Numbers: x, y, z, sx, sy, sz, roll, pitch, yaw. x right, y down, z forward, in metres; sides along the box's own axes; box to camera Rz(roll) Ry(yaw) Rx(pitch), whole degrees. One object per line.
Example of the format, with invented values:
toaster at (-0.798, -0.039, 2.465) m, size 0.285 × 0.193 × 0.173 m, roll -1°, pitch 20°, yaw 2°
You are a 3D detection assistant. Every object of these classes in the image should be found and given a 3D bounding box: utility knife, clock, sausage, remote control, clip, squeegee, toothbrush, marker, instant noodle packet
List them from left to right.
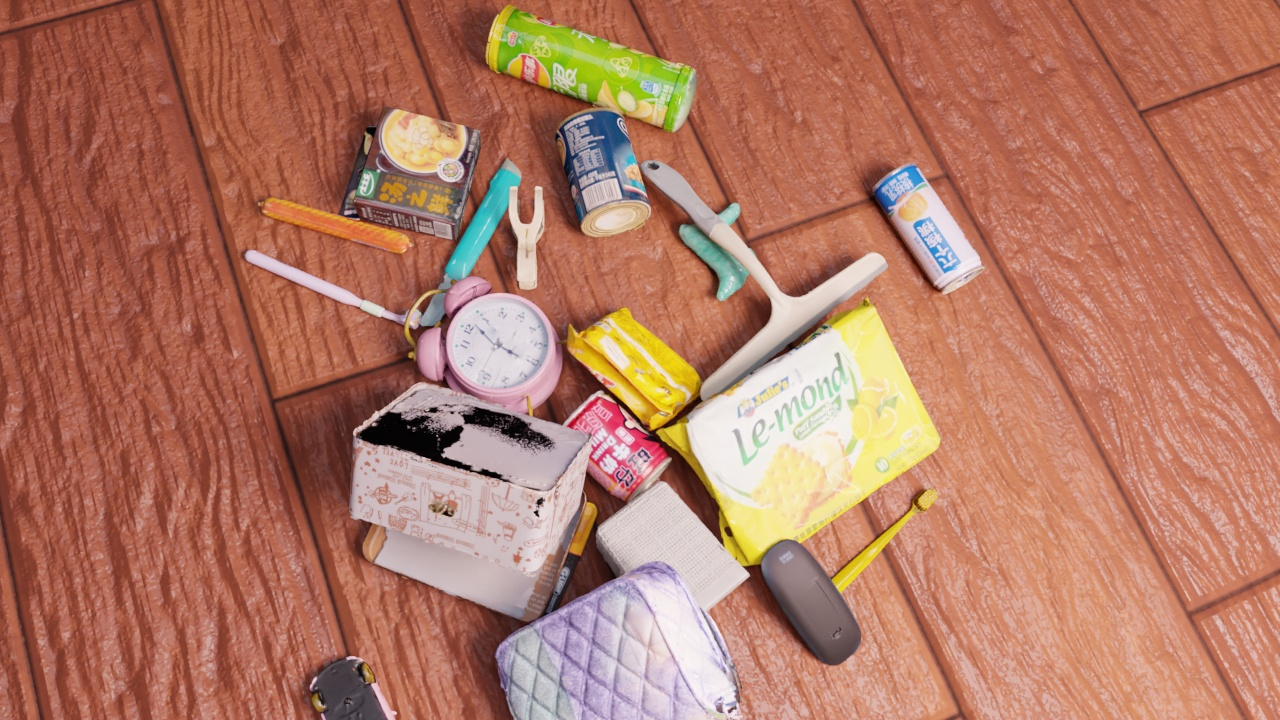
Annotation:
toothbrush at (-0.307, -0.072, 0.911) m, size 0.189 × 0.029 × 0.021 m, roll 21°, pitch 109°, yaw 4°
sausage at (-0.309, -0.137, 0.930) m, size 0.165 × 0.021 × 0.021 m, roll 16°, pitch 72°, yaw 1°
utility knife at (-0.172, -0.121, 0.939) m, size 0.029 × 0.013 × 0.207 m, roll 24°, pitch 69°, yaw 2°
clock at (-0.150, -0.016, 0.883) m, size 0.158 × 0.060 × 0.117 m, roll 25°, pitch 71°, yaw 6°
clip at (-0.115, -0.131, 0.919) m, size 0.035 × 0.084 × 0.104 m, roll 1°, pitch 61°, yaw -4°
marker at (-0.068, 0.189, 0.846) m, size 0.018 × 0.015 × 0.123 m, roll 21°, pitch 73°, yaw 4°
instant noodle packet at (-0.005, 0.005, 0.872) m, size 0.128 × 0.110 × 0.044 m, roll 44°, pitch 117°, yaw 8°
squeegee at (0.082, -0.121, 0.913) m, size 0.246 × 0.039 × 0.246 m, roll -36°, pitch 76°, yaw -16°
remote control at (0.156, 0.219, 0.819) m, size 0.053 × 0.024 × 0.136 m, roll -37°, pitch 105°, yaw -9°
toothbrush at (0.215, 0.185, 0.867) m, size 0.190 × 0.017 × 0.015 m, roll -39°, pitch 78°, yaw -15°

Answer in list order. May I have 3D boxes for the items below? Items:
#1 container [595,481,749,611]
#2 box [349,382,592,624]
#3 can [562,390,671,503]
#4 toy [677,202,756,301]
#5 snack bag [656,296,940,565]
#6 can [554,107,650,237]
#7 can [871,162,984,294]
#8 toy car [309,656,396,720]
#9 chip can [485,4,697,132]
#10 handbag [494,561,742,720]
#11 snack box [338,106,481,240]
container at (0.023, 0.179, 0.819) m, size 0.090 × 0.090 × 0.114 m, roll -36°, pitch 75°, yaw -15°
box at (-0.152, 0.136, 0.810) m, size 0.182 × 0.152 × 0.178 m, roll 16°, pitch 111°, yaw 10°
can at (-0.024, 0.082, 0.856) m, size 0.094 × 0.067 × 0.066 m, roll 43°, pitch 74°, yaw 9°
toy at (0.084, -0.119, 0.950) m, size 0.092 × 0.030 × 0.096 m, roll 43°, pitch 71°, yaw 7°
snack bag at (0.152, 0.067, 0.855) m, size 0.246 × 0.068 × 0.158 m, roll -31°, pitch 99°, yaw -14°
can at (-0.039, -0.190, 0.939) m, size 0.075 × 0.075 × 0.111 m, roll -13°, pitch 74°, yaw -8°
can at (0.300, -0.137, 0.958) m, size 0.053 × 0.053 × 0.134 m, roll -26°, pitch 76°, yaw -12°
toy car at (-0.237, 0.313, 0.784) m, size 0.056 × 0.037 × 0.122 m, roll -29°, pitch 64°, yaw -15°
chip can at (-0.050, -0.310, 0.979) m, size 0.221 × 0.073 × 0.072 m, roll 19°, pitch 72°, yaw 2°
handbag at (-0.021, 0.253, 0.744) m, size 0.194 × 0.075 × 0.134 m, roll -35°, pitch 75°, yaw 33°
snack box at (-0.237, -0.192, 0.942) m, size 0.125 × 0.053 × 0.113 m, roll 12°, pitch 72°, yaw -6°
